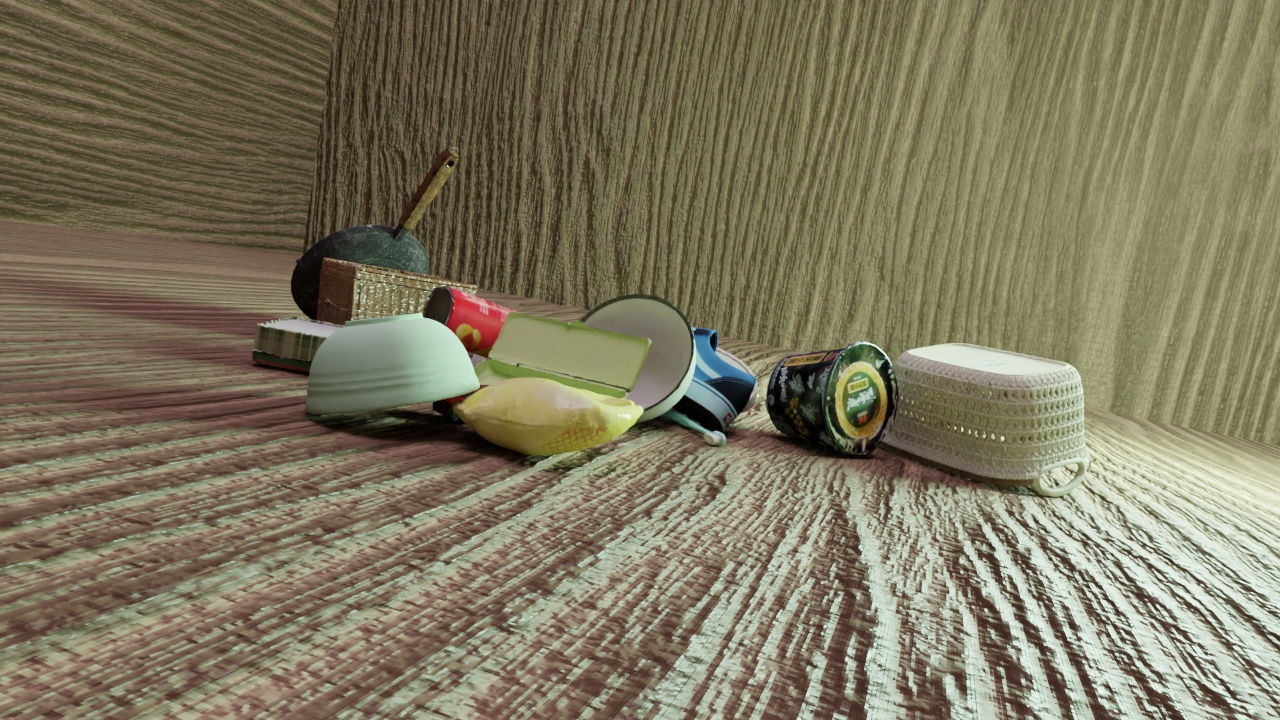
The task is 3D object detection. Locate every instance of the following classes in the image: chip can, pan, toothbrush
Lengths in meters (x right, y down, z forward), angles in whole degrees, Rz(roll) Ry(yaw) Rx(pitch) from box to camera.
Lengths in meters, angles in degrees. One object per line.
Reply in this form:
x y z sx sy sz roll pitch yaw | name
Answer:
-0.157 -0.026 1.154 0.232 0.073 0.073 20 -2 -38 | chip can
-0.359 -0.163 1.321 0.207 0.358 0.040 14 39 -47 | pan
0.051 0.071 1.066 0.016 0.016 0.181 -2 10 -22 | toothbrush

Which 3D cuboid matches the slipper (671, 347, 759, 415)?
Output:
0.035 0.014 1.224 0.275 0.054 0.113 24 45 32 | slipper

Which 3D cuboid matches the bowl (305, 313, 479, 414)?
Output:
-0.222 -0.001 0.813 0.151 0.077 0.151 -6 5 0 | bowl

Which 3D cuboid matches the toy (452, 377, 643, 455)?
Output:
-0.088 0.046 0.811 0.154 0.064 0.171 -2 5 -29 | toy

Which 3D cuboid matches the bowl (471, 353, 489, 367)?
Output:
-0.171 -0.013 1.260 0.116 0.066 0.116 10 5 -1 | bowl

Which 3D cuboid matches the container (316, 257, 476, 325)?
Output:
-0.343 -0.070 1.280 0.198 0.113 0.114 5 8 -42 | container

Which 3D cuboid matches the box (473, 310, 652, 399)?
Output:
-0.094 0.013 1.009 0.188 0.140 0.044 11 -38 23 | box

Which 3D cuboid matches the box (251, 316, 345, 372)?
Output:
-0.315 -0.006 1.028 0.205 0.050 0.117 10 8 -2 | box

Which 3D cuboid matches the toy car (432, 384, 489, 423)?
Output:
-0.157 0.043 0.892 0.091 0.036 0.042 -1 12 -35 | toy car

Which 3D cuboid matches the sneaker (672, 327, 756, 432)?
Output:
0.038 -0.007 1.135 0.241 0.098 0.083 31 -21 28 | sneaker

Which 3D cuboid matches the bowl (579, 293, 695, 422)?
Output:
-0.006 0.006 1.046 0.153 0.153 0.073 13 -21 23 | bowl

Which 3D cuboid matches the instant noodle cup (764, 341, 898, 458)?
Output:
0.227 0.045 1.115 0.137 0.137 0.112 6 -2 -37 | instant noodle cup

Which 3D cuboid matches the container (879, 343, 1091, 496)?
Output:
0.423 0.066 1.140 0.184 0.143 0.246 -9 15 -30 | container
